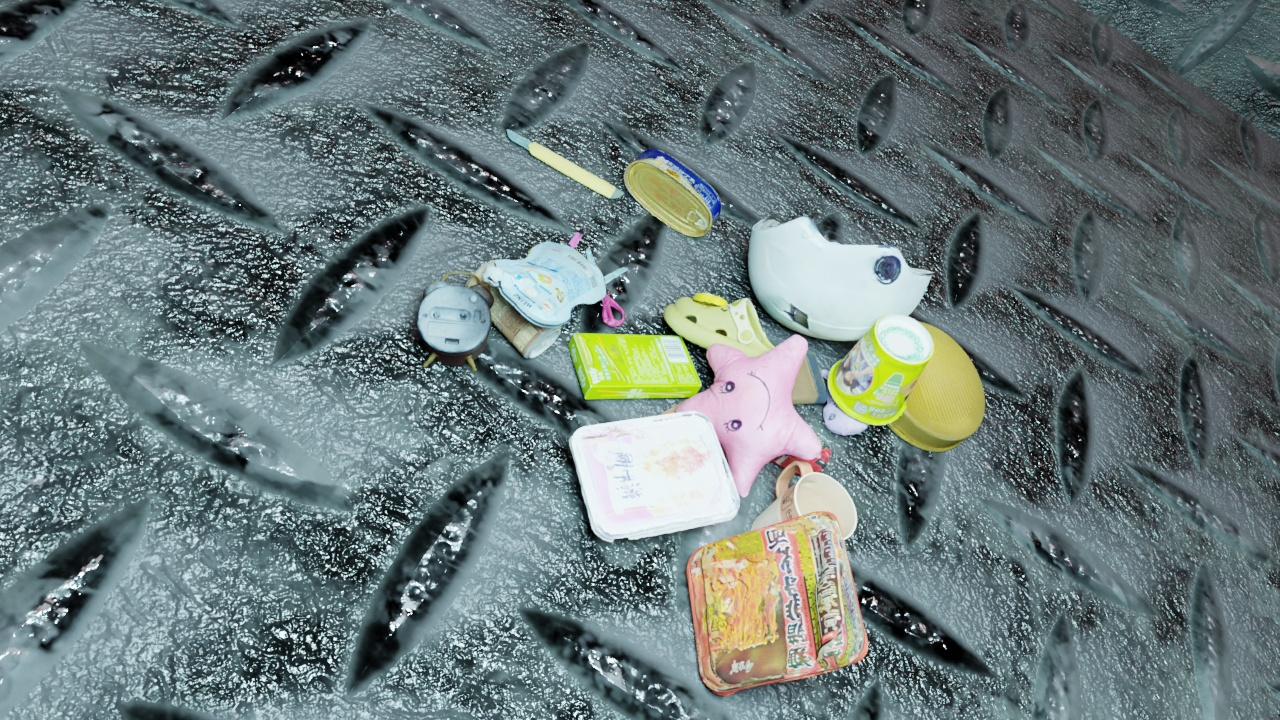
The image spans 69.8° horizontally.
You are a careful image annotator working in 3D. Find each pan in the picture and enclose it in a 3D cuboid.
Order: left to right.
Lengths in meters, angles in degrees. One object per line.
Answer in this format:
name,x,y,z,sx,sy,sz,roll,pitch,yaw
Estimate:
pan,0.392,-0.029,1.379,0.197,0.078,0.356,2,63,-28

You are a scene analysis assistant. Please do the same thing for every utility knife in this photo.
utility knife,-0.108,-0.279,1.306,0.188,0.020,0.030,32,44,-13

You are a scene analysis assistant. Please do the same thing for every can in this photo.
can,-0.152,-0.061,1.098,0.116,0.059,0.058,47,49,9
can,0.048,-0.243,1.328,0.148,0.075,0.049,37,44,-1

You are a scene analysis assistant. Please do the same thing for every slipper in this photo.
slipper,0.125,-0.041,1.184,0.190,0.081,0.091,27,5,17

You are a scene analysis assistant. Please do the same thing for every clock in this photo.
clock,-0.210,-0.049,1.044,0.082,0.055,0.121,5,67,-7

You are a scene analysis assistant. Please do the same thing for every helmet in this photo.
helmet,0.264,-0.101,1.270,0.258,0.146,0.229,17,7,-15

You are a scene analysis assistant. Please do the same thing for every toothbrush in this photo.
toothbrush,-0.109,-0.120,1.193,0.014,0.018,0.188,30,47,-4

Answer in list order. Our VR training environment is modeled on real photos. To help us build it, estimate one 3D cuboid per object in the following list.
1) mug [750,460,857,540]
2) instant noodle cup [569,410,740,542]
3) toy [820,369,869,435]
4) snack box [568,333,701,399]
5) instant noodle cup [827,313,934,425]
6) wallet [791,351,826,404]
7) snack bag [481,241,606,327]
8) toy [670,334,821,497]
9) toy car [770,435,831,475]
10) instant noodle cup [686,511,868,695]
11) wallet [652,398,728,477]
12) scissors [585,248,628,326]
mug,0.185,0.178,1.075,0.081,0.106,0.114,8,54,-24
instant noodle cup,0.011,0.137,1.030,0.173,0.060,0.138,-8,61,-20
toy,0.285,0.059,1.254,0.084,0.039,0.107,6,48,11
snack box,-0.007,0.007,1.145,0.156,0.026,0.085,0,51,-28
instant noodle cup,0.320,0.006,1.199,0.111,0.124,0.111,7,53,-10
wallet,0.189,0.021,1.243,0.115,0.033,0.090,-3,60,-26
snack bag,-0.110,-0.092,1.094,0.110,0.039,0.190,46,27,1
toy,0.123,0.066,1.097,0.074,0.179,0.194,38,47,-63
toy car,0.183,0.107,1.161,0.120,0.053,0.045,28,51,-9
instant noodle cup,0.146,0.263,0.976,0.079,0.189,0.164,40,37,-48
wallet,0.060,0.109,1.118,0.101,0.020,0.115,-25,69,-37
scissors,-0.053,-0.095,1.207,0.131,0.017,0.133,47,45,12
